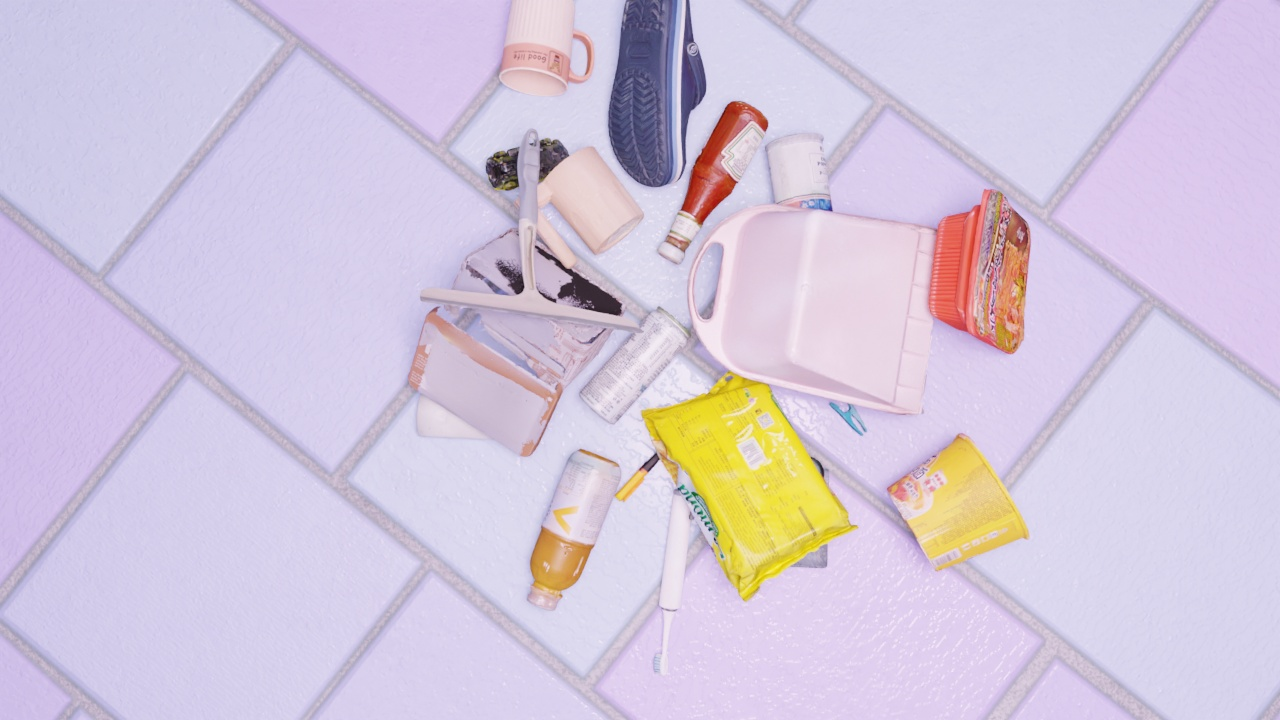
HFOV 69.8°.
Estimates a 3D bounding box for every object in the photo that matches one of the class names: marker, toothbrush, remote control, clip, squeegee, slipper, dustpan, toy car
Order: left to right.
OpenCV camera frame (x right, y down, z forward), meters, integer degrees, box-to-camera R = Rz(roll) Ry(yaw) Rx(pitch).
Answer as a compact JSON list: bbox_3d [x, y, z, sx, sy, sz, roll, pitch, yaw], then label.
[{"bbox_3d":[-0.207,0.069,1.127,0.135,0.019,0.056,2,87,2],"label":"remote control"},{"bbox_3d":[-0.140,-0.241,1.139,0.105,0.032,0.048,-19,85,-10],"label":"toy car"},{"bbox_3d":[-0.125,-0.150,1.029,0.246,0.039,0.246,7,65,-25],"label":"squeegee"},{"bbox_3d":[0.015,0.124,1.115,0.015,0.018,0.124,43,88,5],"label":"marker"},{"bbox_3d":[0.026,-0.337,1.112,0.095,0.105,0.253,-7,102,-39],"label":"slipper"},{"bbox_3d":[0.039,0.266,1.101,0.026,0.026,0.221,5,86,41],"label":"toothbrush"},{"bbox_3d":[0.201,-0.071,1.054,0.273,0.139,0.222,16,83,-32],"label":"dustpan"},{"bbox_3d":[0.254,0.067,1.110,0.049,0.015,0.057,-38,84,-3],"label":"clip"}]

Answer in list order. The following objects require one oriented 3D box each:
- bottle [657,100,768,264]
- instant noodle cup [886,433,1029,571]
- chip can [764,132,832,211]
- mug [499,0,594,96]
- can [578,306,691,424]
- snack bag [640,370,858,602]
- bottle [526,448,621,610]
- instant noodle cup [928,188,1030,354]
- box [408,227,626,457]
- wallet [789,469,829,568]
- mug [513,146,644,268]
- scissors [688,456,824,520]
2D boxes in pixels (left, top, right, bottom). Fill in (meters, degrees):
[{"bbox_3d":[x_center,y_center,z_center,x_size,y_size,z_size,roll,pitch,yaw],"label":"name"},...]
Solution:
[{"bbox_3d":[0.083,-0.214,1.115,0.060,0.060,0.206,29,91,4],"label":"bottle"},{"bbox_3d":[0.356,0.168,1.046,0.110,0.138,0.138,-31,85,9],"label":"instant noodle cup"},{"bbox_3d":[0.199,-0.157,1.099,0.071,0.071,0.214,-8,87,2],"label":"chip can"},{"bbox_3d":[-0.111,-0.387,1.129,0.114,0.082,0.106,9,85,-24],"label":"mug"},{"bbox_3d":[-0.007,0.006,1.103,0.058,0.058,0.146,41,89,4],"label":"can"},{"bbox_3d":[0.124,0.128,1.046,0.158,0.068,0.246,-27,71,-8],"label":"snack bag"},{"bbox_3d":[-0.083,0.201,1.089,0.068,0.068,0.189,21,87,4],"label":"bottle"},{"bbox_3d":[0.393,-0.098,1.056,0.079,0.188,0.164,5,84,38],"label":"instant noodle cup"},{"bbox_3d":[-0.149,-0.014,1.089,0.183,0.156,0.194,36,124,4],"label":"box"},{"bbox_3d":[0.177,0.189,1.105,0.097,0.019,0.121,2,88,5],"label":"wallet"},{"bbox_3d":[-0.072,-0.180,1.099,0.124,0.084,0.103,-37,87,-22],"label":"mug"},{"bbox_3d":[0.136,0.131,1.090,0.178,0.019,0.170,-2,69,-1],"label":"scissors"}]
